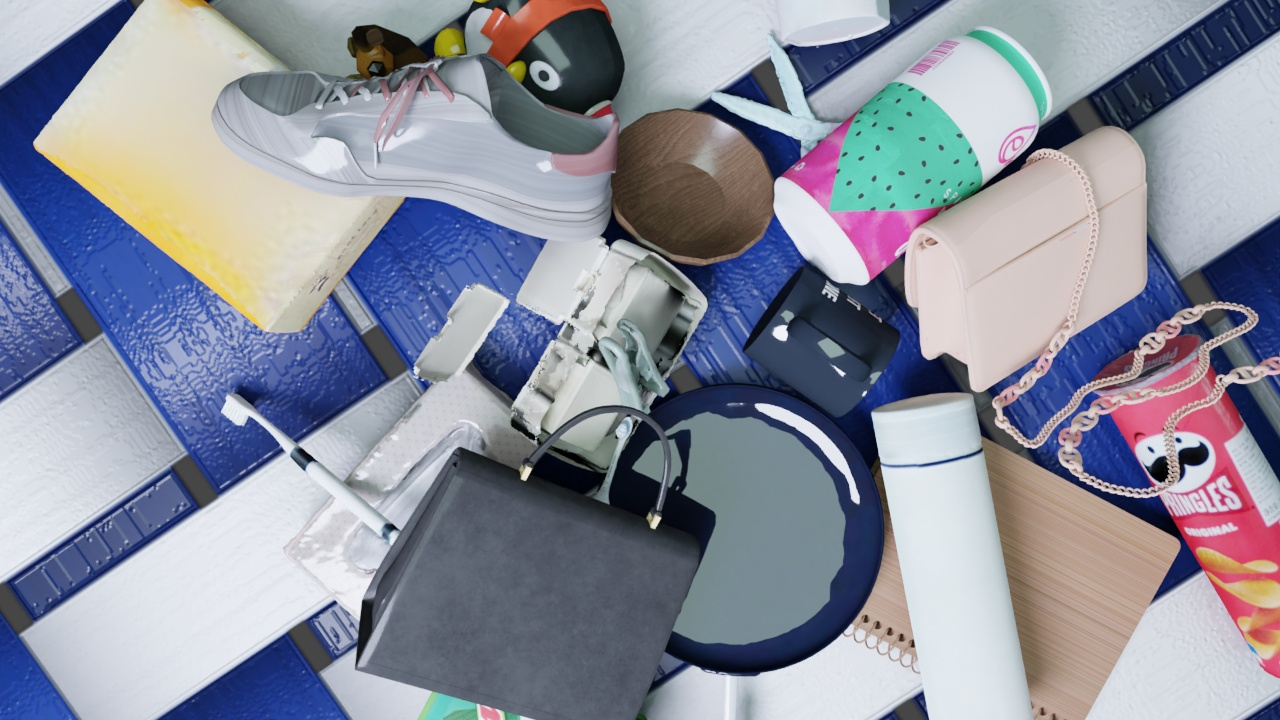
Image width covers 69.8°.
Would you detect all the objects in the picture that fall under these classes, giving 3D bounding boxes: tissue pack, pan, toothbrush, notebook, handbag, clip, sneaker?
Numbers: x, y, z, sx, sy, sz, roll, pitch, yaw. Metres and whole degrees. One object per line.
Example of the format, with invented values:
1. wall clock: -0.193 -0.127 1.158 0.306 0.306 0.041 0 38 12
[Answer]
1. tissue pack: -0.148 0.096 0.629 0.104 0.071 0.181 43 89 0
2. pan: 0.063 0.194 0.634 0.199 0.021 0.356 2 89 9
3. toothbrush: -0.220 0.076 0.617 0.187 0.012 0.017 33 102 22
4. notebook: 0.243 0.151 0.645 0.210 0.022 0.169 28 92 0
5. handbag: 0.281 -0.049 0.539 0.198 0.187 0.117 -29 128 -14
6. handbag: -0.050 0.114 0.563 0.175 0.072 0.196 24 102 -20
7. clip: -0.005 0.005 0.576 0.023 0.076 0.047 29 66 32
8. sneaker: -0.120 -0.142 0.529 0.236 0.099 0.090 11 130 -14
9. toothbrush: -0.035 0.122 0.628 0.022 0.024 0.186 25 107 19

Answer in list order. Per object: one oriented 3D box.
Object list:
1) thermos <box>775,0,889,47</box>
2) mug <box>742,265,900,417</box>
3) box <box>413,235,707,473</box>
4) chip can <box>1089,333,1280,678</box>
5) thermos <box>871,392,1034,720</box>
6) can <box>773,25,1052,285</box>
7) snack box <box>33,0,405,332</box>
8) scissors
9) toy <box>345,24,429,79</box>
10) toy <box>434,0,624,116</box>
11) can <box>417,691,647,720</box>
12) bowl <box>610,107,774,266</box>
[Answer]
1. thermos: 0.116 -0.324 0.590 0.099 0.099 0.220 -8 96 1
2. mug: 0.119 -0.011 0.597 0.077 0.105 0.071 35 98 -1
3. box: -0.066 -0.029 0.584 0.101 0.194 0.143 29 86 34
4. chip can: 0.395 0.100 0.615 0.073 0.073 0.233 -32 93 2
5. thermos: 0.204 0.137 0.600 0.068 0.068 0.230 -11 92 1
6. can: 0.170 -0.128 0.584 0.166 0.088 0.088 -40 92 2
7. snack box: -0.271 -0.134 0.609 0.195 0.080 0.145 39 92 -1
8. scissors: 0.121 -0.138 0.637 0.172 0.014 0.158 20 93 0
9. toy: -0.168 -0.189 0.597 0.062 0.100 0.076 -25 91 -5
10. toy: -0.058 -0.196 0.593 0.119 0.099 0.098 50 137 10
11. can: -0.073 0.250 0.624 0.144 0.083 0.083 28 93 0
12. bowl: 0.031 -0.112 0.618 0.117 0.030 0.117 4 69 -11
